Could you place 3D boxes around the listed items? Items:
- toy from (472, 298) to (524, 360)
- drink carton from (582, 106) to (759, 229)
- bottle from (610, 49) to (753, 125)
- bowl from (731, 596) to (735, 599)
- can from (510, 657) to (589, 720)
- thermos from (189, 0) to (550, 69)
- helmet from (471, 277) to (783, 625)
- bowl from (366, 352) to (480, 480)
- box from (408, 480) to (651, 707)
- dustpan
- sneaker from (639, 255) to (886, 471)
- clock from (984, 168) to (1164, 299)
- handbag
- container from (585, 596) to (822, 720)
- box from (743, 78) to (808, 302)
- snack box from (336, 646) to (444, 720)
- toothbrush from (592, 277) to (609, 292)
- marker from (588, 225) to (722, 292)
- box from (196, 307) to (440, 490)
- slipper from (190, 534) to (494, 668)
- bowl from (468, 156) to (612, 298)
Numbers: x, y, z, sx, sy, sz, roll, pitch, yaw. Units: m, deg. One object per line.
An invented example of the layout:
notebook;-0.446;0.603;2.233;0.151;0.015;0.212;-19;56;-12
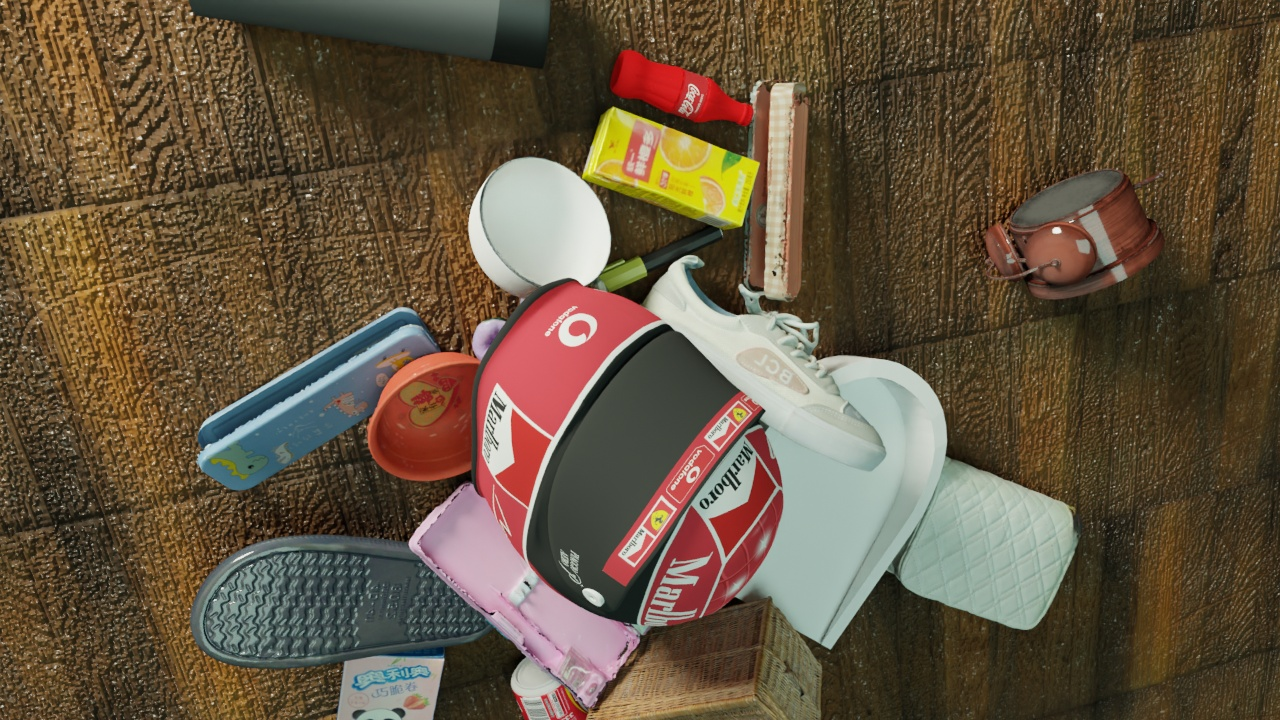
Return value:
toy;-0.093;-0.025;0.778;0.080;0.036;0.100;32;100;-21
drink carton;0.024;-0.156;0.754;0.134;0.043;0.058;16;88;-18
bottle;0.036;-0.216;0.743;0.119;0.036;0.036;14;104;-18
bowl;0.059;0.172;0.866;0.110;0.055;0.110;-1;94;-20
can;-0.081;0.337;0.889;0.064;0.064;0.105;-20;112;-6
thermos;-0.183;-0.267;0.649;0.240;0.082;0.082;4;107;-15
helmet;-0.001;0.090;0.707;0.225;0.272;0.197;33;58;15
bowl;-0.166;0.038;0.763;0.130;0.045;0.131;-19;137;-19
box;-0.076;0.181;0.834;0.230;0.035;0.159;49;66;-18
dustpan;0.177;0.120;0.847;0.191;0.053;0.257;32;83;-20
sneaker;0.110;-0.002;0.765;0.242;0.089;0.091;34;98;12
clock;0.381;-0.108;0.820;0.157;0.120;0.072;-34;105;-10
handbag;0.342;0.182;0.935;0.194;0.072;0.139;22;93;-19
container;0.063;0.310;0.848;0.199;0.112;0.114;-22;118;31
box;0.115;-0.147;0.792;0.056;0.064;0.188;-16;114;-47
snack box;-0.237;0.323;0.854;0.088;0.033;0.154;8;114;-16
toothbrush;-0.005;0.005;0.810;0.017;0.016;0.189;-31;121;-13
marker;0.012;-0.088;0.791;0.124;0.017;0.021;-25;113;-6
box;-0.259;0.038;0.749;0.210;0.059;0.068;-31;116;-2
slipper;-0.247;0.196;0.802;0.267;0.083;0.111;8;96;-34
bowl;-0.086;-0.096;0.728;0.113;0.063;0.113;12;66;-29
